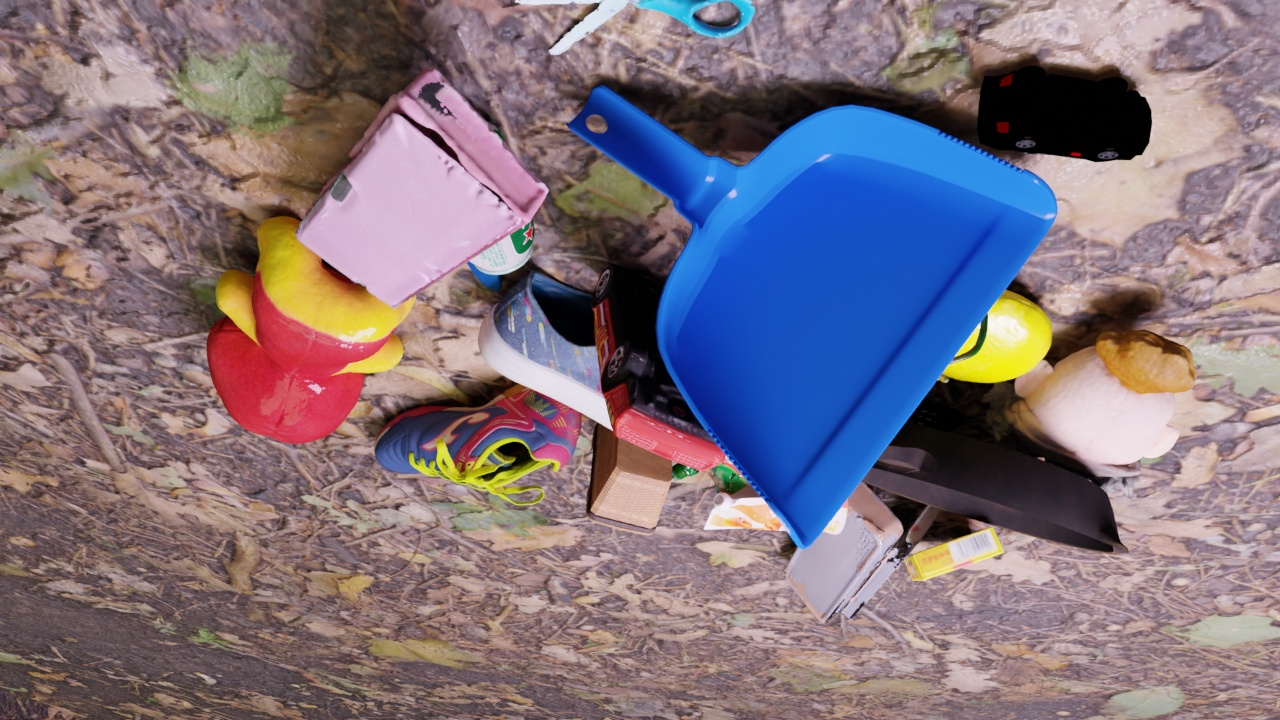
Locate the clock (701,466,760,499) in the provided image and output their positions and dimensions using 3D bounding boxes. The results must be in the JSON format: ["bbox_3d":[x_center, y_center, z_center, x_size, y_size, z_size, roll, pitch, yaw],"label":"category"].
[{"bbox_3d":[0.123,0.107,0.861,0.123,0.041,0.088,3,145,-3],"label":"clock"}]

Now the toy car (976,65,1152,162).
[{"bbox_3d":[0.227,-0.129,0.497,0.092,0.042,0.036,8,171,-1],"label":"toy car"}]

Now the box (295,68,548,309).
[{"bbox_3d":[-0.142,-0.086,0.550,0.098,0.046,0.233,48,151,-18],"label":"box"}]

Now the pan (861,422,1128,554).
[{"bbox_3d":[0.218,0.076,0.691,0.355,0.043,0.249,25,171,-40],"label":"pan"}]

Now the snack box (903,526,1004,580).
[{"bbox_3d":[0.297,0.188,0.882,0.075,0.025,0.152,-22,163,7],"label":"snack box"}]

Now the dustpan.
[{"bbox_3d":[0.065,-0.069,0.527,0.257,0.245,0.059,37,174,13],"label":"dustpan"}]

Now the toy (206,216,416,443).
[{"bbox_3d":[-0.269,-0.011,0.723,0.147,0.098,0.217,30,135,-17],"label":"toy"}]

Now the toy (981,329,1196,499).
[{"bbox_3d":[0.334,0.029,0.672,0.133,0.076,0.176,22,147,2],"label":"toy"}]

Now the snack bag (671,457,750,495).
[{"bbox_3d":[0.085,0.072,0.792,0.155,0.044,0.087,-32,107,33],"label":"snack bag"}]

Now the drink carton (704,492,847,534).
[{"bbox_3d":[0.121,0.139,0.836,0.122,0.038,0.069,0,146,-9],"label":"drink carton"}]

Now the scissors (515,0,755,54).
[{"bbox_3d":[-0.010,-0.199,0.472,0.134,0.015,0.103,2,149,15],"label":"scissors"}]

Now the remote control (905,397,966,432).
[{"bbox_3d":[0.209,0.036,0.761,0.124,0.010,0.039,16,144,-12],"label":"remote control"}]

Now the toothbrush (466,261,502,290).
[{"bbox_3d":[-0.122,-0.090,0.643,0.021,0.016,0.132,2,145,16],"label":"toothbrush"}]

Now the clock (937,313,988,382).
[{"bbox_3d":[0.139,-0.028,0.595,0.162,0.118,0.060,1,157,21],"label":"clock"}]

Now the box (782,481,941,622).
[{"bbox_3d":[0.218,0.191,0.941,0.108,0.094,0.217,27,146,12],"label":"box"}]

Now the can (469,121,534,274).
[{"bbox_3d":[-0.102,-0.104,0.586,0.053,0.053,0.101,0,144,11],"label":"can"}]

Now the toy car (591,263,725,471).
[{"bbox_3d":[0.009,-0.003,0.604,0.081,0.189,0.056,25,117,-20],"label":"toy car"}]

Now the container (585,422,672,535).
[{"bbox_3d":[-0.006,0.084,0.796,0.063,0.113,0.061,16,132,-12],"label":"container"}]

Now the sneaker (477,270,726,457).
[{"bbox_3d":[-0.004,0.004,0.698,0.235,0.087,0.079,22,136,-13],"label":"sneaker"}]

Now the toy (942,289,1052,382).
[{"bbox_3d":[0.243,-0.016,0.655,0.094,0.041,0.096,10,146,5],"label":"toy"}]

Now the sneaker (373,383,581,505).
[{"bbox_3d":[-0.161,0.083,0.833,0.242,0.090,0.116,-17,141,33],"label":"sneaker"}]
